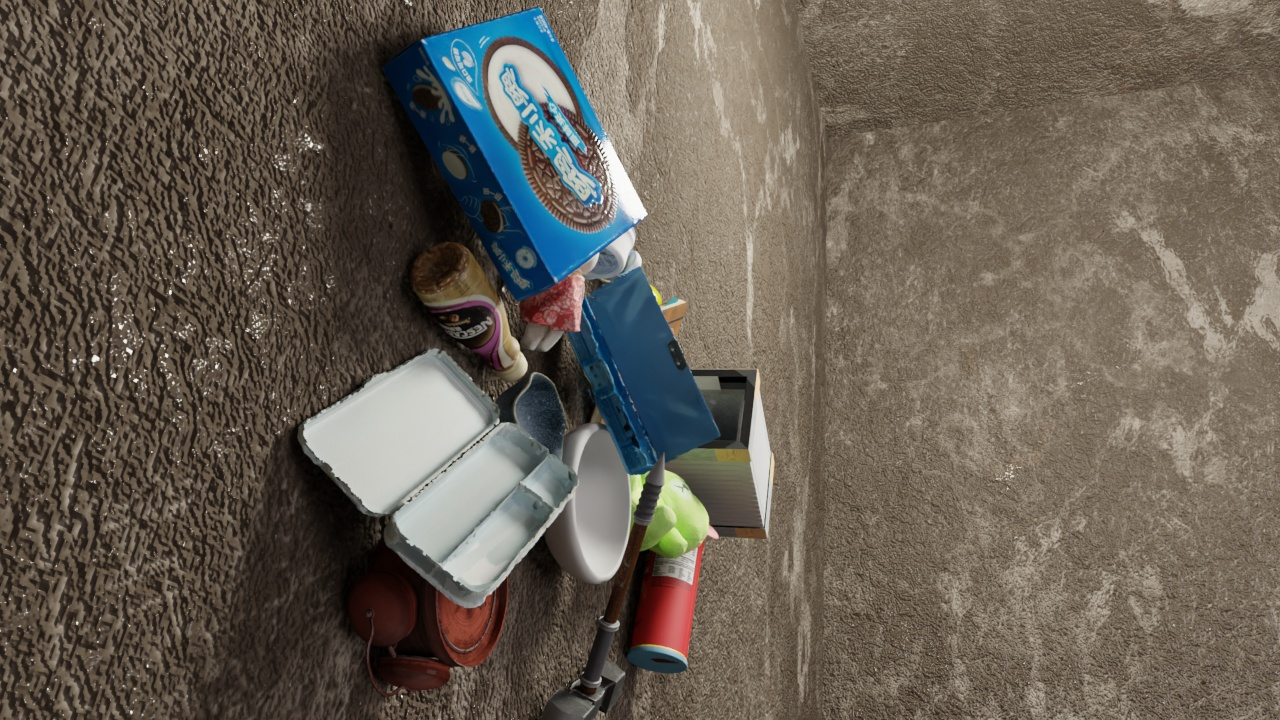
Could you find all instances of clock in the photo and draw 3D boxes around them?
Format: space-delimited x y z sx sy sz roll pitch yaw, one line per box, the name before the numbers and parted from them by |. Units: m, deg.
clock | -0.048 -0.133 1.113 0.125 0.089 0.051 56 41 -51
clock | -0.170 0.194 0.731 0.157 0.072 0.121 -66 146 -54

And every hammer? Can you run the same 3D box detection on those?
hammer | -0.023 0.251 0.996 0.155 0.043 0.322 -10 119 -70

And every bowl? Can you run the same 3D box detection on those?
bowl | -0.120 0.068 0.921 0.110 0.055 0.110 -3 90 -70
bowl | -0.070 0.158 1.024 0.176 0.066 0.176 -4 90 -70

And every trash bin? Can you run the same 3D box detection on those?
trash bin | 0.116 0.146 1.399 0.247 0.142 0.142 72 23 -48

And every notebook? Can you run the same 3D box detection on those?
notebook | 0.005 -0.005 1.234 0.248 0.014 0.179 -26 137 -69

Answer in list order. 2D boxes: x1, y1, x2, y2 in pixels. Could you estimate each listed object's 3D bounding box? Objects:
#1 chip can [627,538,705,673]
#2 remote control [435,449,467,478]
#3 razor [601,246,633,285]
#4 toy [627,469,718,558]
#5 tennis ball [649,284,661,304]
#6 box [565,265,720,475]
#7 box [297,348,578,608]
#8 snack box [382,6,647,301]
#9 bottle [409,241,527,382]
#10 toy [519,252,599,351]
chip can | 0.040 0.315 1.276 0.087 0.087 0.212 63 31 -47
remote control | -0.161 0.135 0.845 0.047 0.022 0.150 -66 148 -54
razor | -0.022 -0.143 1.265 0.116 0.047 0.088 -11 97 -78
toy | 0.019 0.203 1.213 0.150 0.107 0.197 47 3 30
tennis ball | -0.005 -0.076 1.256 0.065 0.065 0.065 -4 90 -70
box | -0.004 0.005 1.051 0.231 0.112 0.094 66 8 12
box | -0.152 0.085 0.735 0.191 0.045 0.208 43 25 -1
snack box | -0.107 -0.201 0.869 0.239 0.056 0.195 62 36 -14
bottle | -0.151 -0.036 0.850 0.166 0.060 0.059 63 30 -51
toy | -0.089 -0.105 0.976 0.158 0.084 0.194 5 93 -45
